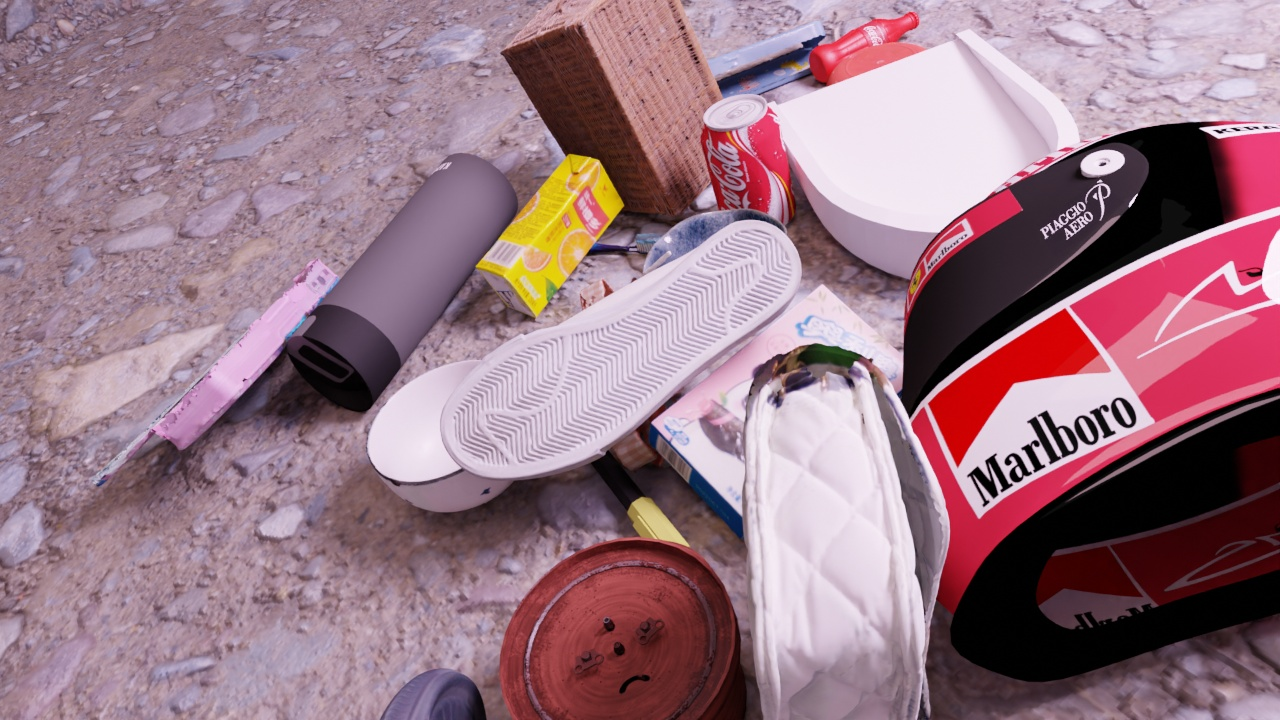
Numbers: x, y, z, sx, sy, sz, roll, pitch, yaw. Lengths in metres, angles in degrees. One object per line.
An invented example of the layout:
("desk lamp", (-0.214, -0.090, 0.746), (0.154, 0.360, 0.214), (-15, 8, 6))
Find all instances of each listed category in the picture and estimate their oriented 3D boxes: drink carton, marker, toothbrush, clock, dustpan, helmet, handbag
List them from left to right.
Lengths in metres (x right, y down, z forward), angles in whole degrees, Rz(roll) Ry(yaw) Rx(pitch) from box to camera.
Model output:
("drink carton", (-0.075, -0.108, 0.781), (0.043, 0.058, 0.134), (22, 68, 38))
("toothbrush", (-0.059, -0.105, 0.821), (0.189, 0.017, 0.016), (5, 48, 29))
("clock", (-0.008, 0.150, 0.473), (0.120, 0.072, 0.157), (-26, 41, -5))
("marker", (-0.007, 0.087, 0.583), (0.124, 0.021, 0.017), (45, 116, 49))
("handbag", (0.087, 0.105, 0.392), (0.072, 0.195, 0.138), (-5, 46, 9))
("dustpan", (0.221, -0.172, 0.712), (0.191, 0.053, 0.257), (-20, 51, 4))
("helmet", (0.239, -0.002, 0.442), (0.271, 0.198, 0.224), (-23, 40, 11))

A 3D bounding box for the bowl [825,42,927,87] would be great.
("bowl", (0.224, -0.256, 0.846), (0.131, 0.045, 0.130), (-12, 41, 11))

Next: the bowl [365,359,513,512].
("bowl", (-0.123, 0.059, 0.631), (0.113, 0.063, 0.113), (-12, 40, 10))

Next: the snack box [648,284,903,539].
("snack box", (0.090, 0.029, 0.571), (0.154, 0.033, 0.088), (-38, 70, -19))

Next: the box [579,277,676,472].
("box", (0.001, 0.004, 0.657), (0.064, 0.056, 0.187), (-21, 43, 7))

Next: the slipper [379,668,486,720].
("slipper", (-0.064, 0.245, 0.367), (0.083, 0.111, 0.267), (-13, 44, 5))

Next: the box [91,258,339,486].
("box", (-0.346, 0.010, 0.769), (0.159, 0.035, 0.230), (-38, 20, 19))

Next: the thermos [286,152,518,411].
("thermos", (-0.198, -0.073, 0.787), (0.082, 0.082, 0.239), (7, 50, 29))

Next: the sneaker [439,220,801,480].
("sneaker", (-0.010, -0.001, 0.578), (0.242, 0.091, 0.089), (-32, 85, -1))

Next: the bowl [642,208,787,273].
("bowl", (0.061, -0.064, 0.695), (0.110, 0.055, 0.110), (-13, 41, 11))

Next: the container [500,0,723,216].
("container", (-0.014, -0.233, 0.807), (0.113, 0.198, 0.113), (7, 49, 45))

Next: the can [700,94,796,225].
("can", (0.088, -0.157, 0.748), (0.064, 0.105, 0.064), (-12, 41, 10))

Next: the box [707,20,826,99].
("box", (0.096, -0.289, 0.960), (0.210, 0.059, 0.068), (-20, 10, -2))

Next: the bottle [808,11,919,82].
("bottle", (0.228, -0.319, 0.923), (0.119, 0.036, 0.036), (-28, 41, -9))
